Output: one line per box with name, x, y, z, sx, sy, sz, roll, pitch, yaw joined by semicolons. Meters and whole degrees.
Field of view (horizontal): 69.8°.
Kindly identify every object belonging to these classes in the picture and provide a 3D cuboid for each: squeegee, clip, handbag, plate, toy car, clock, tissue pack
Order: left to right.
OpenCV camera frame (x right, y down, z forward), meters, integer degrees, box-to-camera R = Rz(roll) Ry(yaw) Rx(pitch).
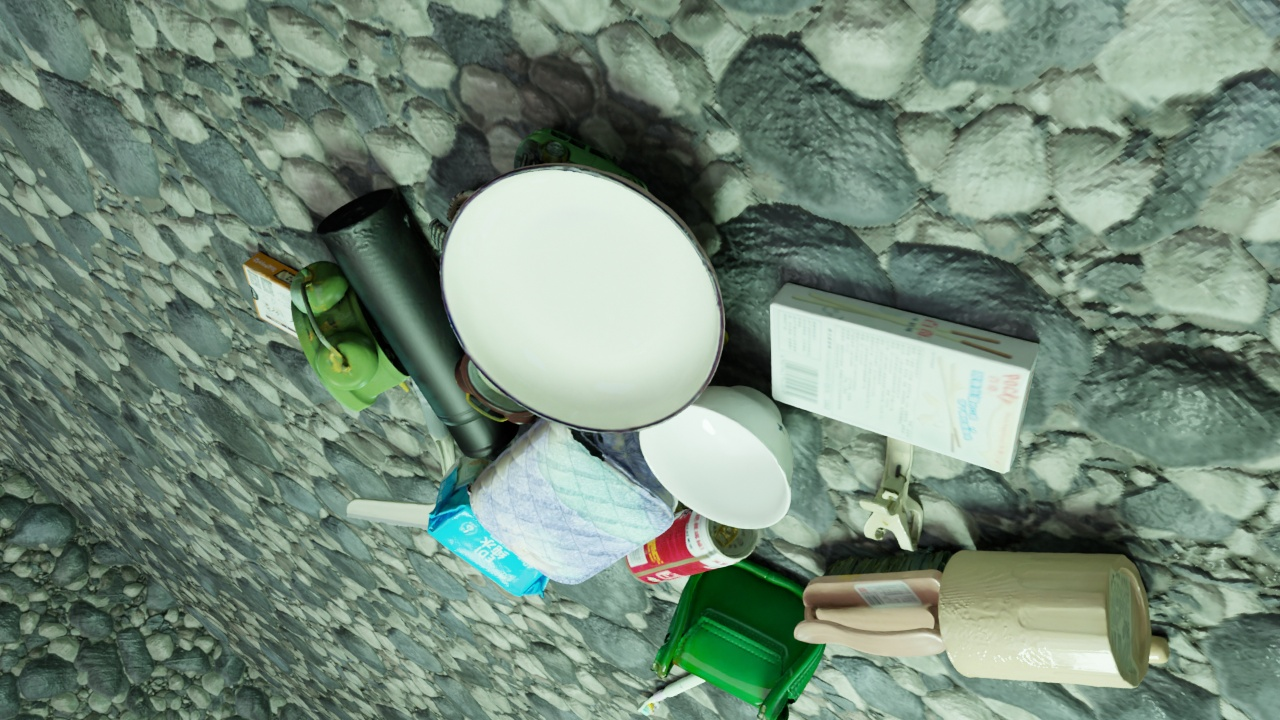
clock;-0.249;-0.022;0.781;0.116;0.056;0.161;64;-179;11
squeegee;-0.206;0.080;0.935;0.247;0.039;0.247;6;128;11
tissue pack;-0.140;0.162;0.892;0.063;0.089;0.140;-41;112;20
clock;-0.105;0.008;0.748;0.082;0.055;0.122;34;133;-8
handbag;-0.055;0.109;0.788;0.134;0.075;0.194;40;135;-11
toy car;-0.036;-0.116;0.591;0.091;0.036;0.043;30;140;0
plate;-0.035;-0.040;0.595;0.192;0.038;0.193;10;125;15
handbag;0.087;0.239;0.782;0.131;0.120;0.068;20;145;21
clip;0.174;0.099;0.635;0.034;0.060;0.097;14;147;32

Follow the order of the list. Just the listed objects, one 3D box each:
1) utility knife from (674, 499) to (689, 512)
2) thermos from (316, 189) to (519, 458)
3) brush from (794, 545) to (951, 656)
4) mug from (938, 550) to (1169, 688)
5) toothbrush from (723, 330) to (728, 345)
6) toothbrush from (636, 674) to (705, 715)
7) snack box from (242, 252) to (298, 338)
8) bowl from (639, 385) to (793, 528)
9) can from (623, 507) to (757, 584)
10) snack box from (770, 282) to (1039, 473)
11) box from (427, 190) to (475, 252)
utility knife;0.008;0.118;0.817;0.178;0.019;0.031;6;138;30
thermos;-0.188;-0.026;0.793;0.090;0.068;0.243;28;148;52
brush;0.178;0.185;0.690;0.063;0.072;0.146;51;143;-15
mug;0.273;0.174;0.602;0.104;0.084;0.124;-12;144;44
toothbrush;-0.004;0.004;0.703;0.191;0.016;0.016;-18;116;48
toothbrush;0.042;0.376;1.044;0.190;0.029;0.020;-54;46;51
snack box;-0.327;-0.046;0.918;0.154;0.026;0.075;26;141;17
bowl;0.065;0.057;0.659;0.118;0.064;0.118;22;139;20
can;0.040;0.153;0.772;0.053;0.053;0.133;46;144;-8
snack box;0.156;0.009;0.565;0.157;0.026;0.085;17;137;27
box;-0.077;-0.066;0.681;0.163;0.077;0.075;34;162;3
